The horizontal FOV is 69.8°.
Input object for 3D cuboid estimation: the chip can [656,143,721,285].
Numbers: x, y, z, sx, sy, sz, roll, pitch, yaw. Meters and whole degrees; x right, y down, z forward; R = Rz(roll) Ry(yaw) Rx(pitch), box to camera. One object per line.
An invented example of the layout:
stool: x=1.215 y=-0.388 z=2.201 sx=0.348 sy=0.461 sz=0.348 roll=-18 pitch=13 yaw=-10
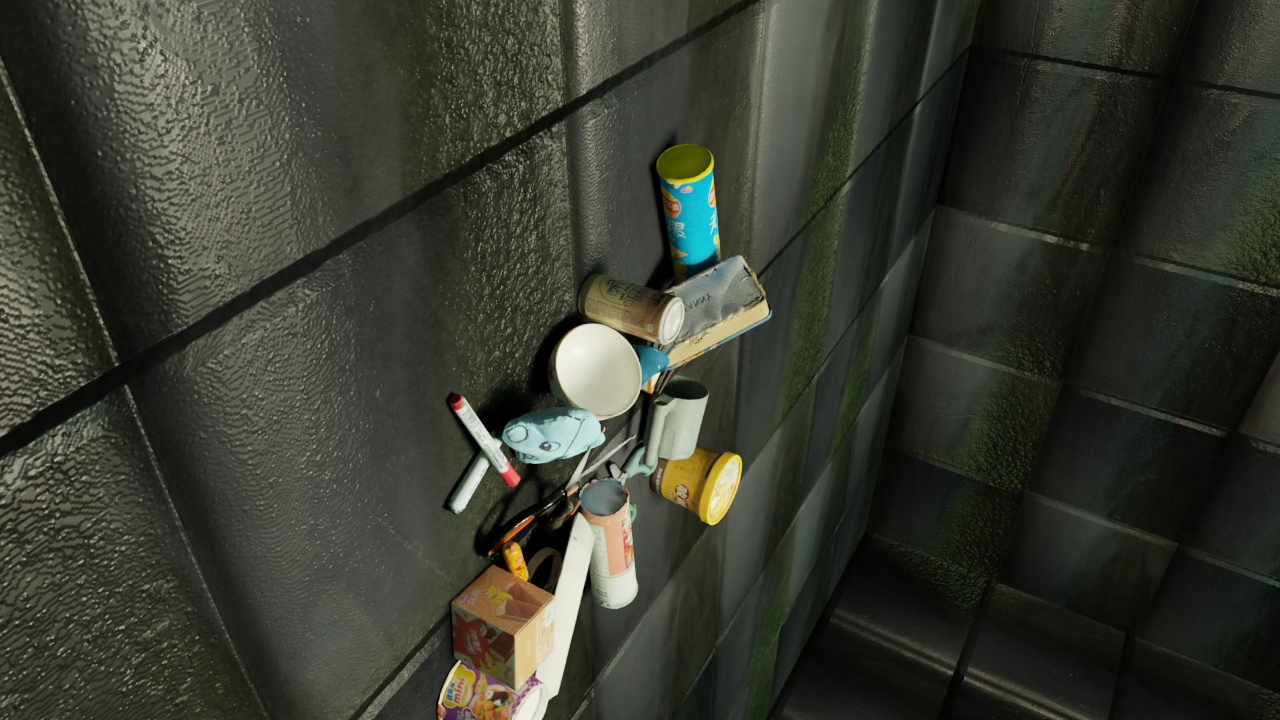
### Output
chip can: x=0.068 y=-0.180 z=1.211 sx=0.071 sy=0.071 sz=0.210 roll=-56 pitch=152 yaw=-30

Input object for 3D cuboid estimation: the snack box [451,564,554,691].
snack box: x=-0.160 y=0.311 z=1.072 sx=0.076 sy=0.094 sz=0.093 roll=-39 pitch=142 yaw=-49

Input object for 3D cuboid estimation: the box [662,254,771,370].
box: x=0.087 y=-0.067 z=1.219 sx=0.184 sy=0.089 sz=0.062 roll=-25 pitch=153 yaw=2

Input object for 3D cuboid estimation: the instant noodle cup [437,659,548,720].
instant noodle cup: x=-0.174 y=0.413 z=1.117 sx=0.111 sy=0.099 sz=0.112 roll=-47 pitch=149 yaw=-41

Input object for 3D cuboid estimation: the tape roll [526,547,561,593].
tape roll: x=-0.133 y=0.289 z=1.212 sx=0.085 sy=0.014 sz=0.086 roll=-46 pitch=146 yaw=-44

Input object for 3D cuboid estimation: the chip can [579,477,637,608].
chip can: x=-0.045 y=0.263 z=1.310 sx=0.071 sy=0.071 sz=0.215 roll=-49 pitch=148 yaw=-39

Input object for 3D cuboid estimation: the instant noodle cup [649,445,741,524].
instant noodle cup: x=0.087 y=0.188 z=1.476 sx=0.118 sy=0.114 sz=0.119 roll=-46 pitch=147 yaw=-43

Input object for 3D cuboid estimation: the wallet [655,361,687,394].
wallet: x=0.060 y=-0.011 z=1.329 sx=0.096 sy=0.020 sz=0.122 roll=-65 pitch=171 yaw=25

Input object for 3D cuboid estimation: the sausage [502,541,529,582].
sausage: x=-0.148 y=0.247 z=1.098 sx=0.021 sy=0.021 sz=0.165 roll=-58 pitch=167 yaw=-25

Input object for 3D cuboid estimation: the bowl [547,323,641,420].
bowl: x=-0.062 y=0.019 z=1.075 sx=0.062 sy=0.113 sz=0.113 roll=-28 pitch=-159 yaw=54

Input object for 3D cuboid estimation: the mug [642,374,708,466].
mug: x=0.041 y=0.090 z=1.345 sx=0.123 sy=0.084 sz=0.103 roll=-33 pitch=139 yaw=-57

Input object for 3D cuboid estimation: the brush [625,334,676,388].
brush: x=-0.007 y=0.007 z=1.147 sx=0.073 sy=0.055 sz=0.144 roll=-67 pitch=-164 yaw=-16

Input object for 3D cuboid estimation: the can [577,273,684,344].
can: x=-0.011 y=-0.062 z=1.078 sx=0.058 sy=0.116 sz=0.059 roll=-47 pitch=147 yaw=-44

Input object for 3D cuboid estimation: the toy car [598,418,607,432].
toy car: x=-0.067 y=0.078 z=1.167 sx=0.122 sy=0.037 sz=0.056 roll=-21 pitch=130 yaw=-75

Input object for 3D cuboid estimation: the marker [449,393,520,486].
marker: x=-0.162 y=0.085 z=0.962 sx=0.017 sy=0.017 sz=0.145 roll=-56 pitch=141 yaw=-29

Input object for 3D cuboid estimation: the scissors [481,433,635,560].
scissors: x=-0.094 y=0.167 z=1.100 sx=0.233 sy=0.021 sz=0.221 roll=-36 pitch=163 yaw=-17

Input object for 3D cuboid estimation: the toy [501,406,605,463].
toy: x=-0.094 y=0.084 z=1.021 sx=0.161 sy=0.157 sz=0.049 roll=0 pitch=66 yaw=-39

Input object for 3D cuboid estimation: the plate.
plate: x=-0.100 y=0.333 z=1.212 sx=0.162 sy=0.034 sz=0.266 roll=-74 pitch=177 yaw=-77

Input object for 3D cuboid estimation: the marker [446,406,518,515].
marker: x=-0.171 y=0.106 z=0.990 sx=0.130 sy=0.018 sz=0.022 roll=-61 pitch=145 yaw=-21

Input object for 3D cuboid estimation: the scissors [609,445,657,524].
scissors: x=-0.025 y=0.199 z=1.367 sx=0.176 sy=0.019 sz=0.172 roll=-11 pitch=119 yaw=-64

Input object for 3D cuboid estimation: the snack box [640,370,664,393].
snack box: x=0.041 y=-0.033 z=1.300 sx=0.153 sy=0.026 sz=0.075 roll=-60 pitch=169 yaw=-22
